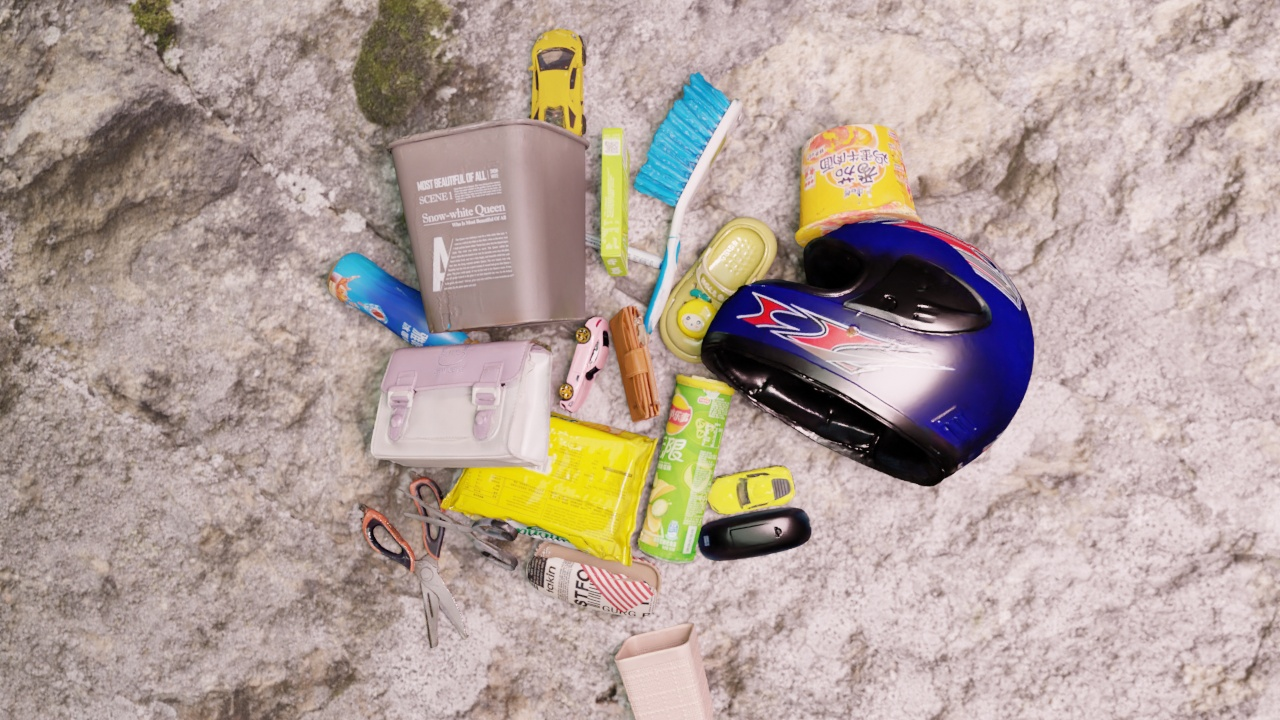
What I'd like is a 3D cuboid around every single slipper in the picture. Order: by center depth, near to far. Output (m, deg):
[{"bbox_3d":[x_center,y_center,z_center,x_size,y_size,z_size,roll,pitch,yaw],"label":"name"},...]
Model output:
[{"bbox_3d":[0.089,-0.088,1.080,0.091,0.081,0.190,33,91,12],"label":"slipper"}]

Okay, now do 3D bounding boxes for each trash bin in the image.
[{"bbox_3d":[-0.164,-0.147,1.066,0.199,0.198,0.219,-5,91,20],"label":"trash bin"}]

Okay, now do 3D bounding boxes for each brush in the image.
[{"bbox_3d":[0.037,-0.187,1.098,0.109,0.060,0.314,29,89,5],"label":"brush"}]

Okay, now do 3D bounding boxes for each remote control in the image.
[{"bbox_3d":[0.134,0.207,1.090,0.136,0.024,0.053,-13,85,10],"label":"remote control"}]

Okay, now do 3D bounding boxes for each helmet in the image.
[{"bbox_3d":[0.251,-0.032,0.968,0.315,0.247,0.240,28,74,13],"label":"helmet"}]

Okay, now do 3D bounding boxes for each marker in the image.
[{"bbox_3d":[-0.034,-0.140,1.135,0.146,0.017,0.017,19,91,10],"label":"marker"}]

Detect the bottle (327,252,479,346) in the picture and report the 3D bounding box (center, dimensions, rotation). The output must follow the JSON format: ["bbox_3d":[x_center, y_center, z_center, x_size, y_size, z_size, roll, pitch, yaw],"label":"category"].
[{"bbox_3d":[-0.290,-0.059,1.153,0.219,0.065,0.065,31,93,10],"label":"bottle"}]

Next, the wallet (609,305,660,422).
[{"bbox_3d":[-0.006,0.006,1.082,0.031,0.108,0.131,-12,86,-10],"label":"wallet"}]

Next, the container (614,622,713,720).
[{"bbox_3d":[0.032,0.381,1.072,0.090,0.090,0.111,-16,88,9],"label":"container"}]

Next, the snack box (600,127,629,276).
[{"bbox_3d":[-0.030,-0.186,1.090,0.026,0.086,0.156,0,80,5],"label":"snack box"}]

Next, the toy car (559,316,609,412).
[{"bbox_3d":[-0.065,0.006,1.117,0.037,0.056,0.122,18,91,16],"label":"toy car"}]

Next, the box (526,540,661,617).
[{"bbox_3d":[-0.054,0.262,1.117,0.163,0.080,0.075,9,121,9],"label":"box"}]

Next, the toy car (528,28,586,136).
[{"bbox_3d":[-0.104,-0.339,1.142,0.071,0.041,0.156,1,87,9],"label":"toy car"}]

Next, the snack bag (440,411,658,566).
[{"bbox_3d":[-0.106,0.137,1.101,0.247,0.068,0.158,14,80,13],"label":"snack bag"}]

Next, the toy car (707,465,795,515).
[{"bbox_3d":[0.130,0.155,1.089,0.105,0.032,0.048,-12,87,11],"label":"toy car"}]

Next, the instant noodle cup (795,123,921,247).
[{"bbox_3d":[0.241,-0.194,1.034,0.138,0.138,0.109,-4,79,10],"label":"instant noodle cup"}]

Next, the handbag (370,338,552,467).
[{"bbox_3d":[-0.206,0.049,1.066,0.197,0.098,0.144,-4,69,24],"label":"handbag"}]

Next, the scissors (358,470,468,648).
[{"bbox_3d":[-0.281,0.251,1.169,0.221,0.015,0.189,27,93,9],"label":"scissors"}]

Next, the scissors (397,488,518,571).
[{"bbox_3d":[-0.215,0.205,1.118,0.181,0.014,0.159,-4,132,37],"label":"scissors"}]

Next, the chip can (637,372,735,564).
[{"bbox_3d":[0.053,0.128,1.083,0.072,0.072,0.221,13,90,10],"label":"chip can"}]

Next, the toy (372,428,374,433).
[{"bbox_3d":[-0.281,0.070,1.161,0.084,0.039,0.108,34,90,11],"label":"toy"}]
